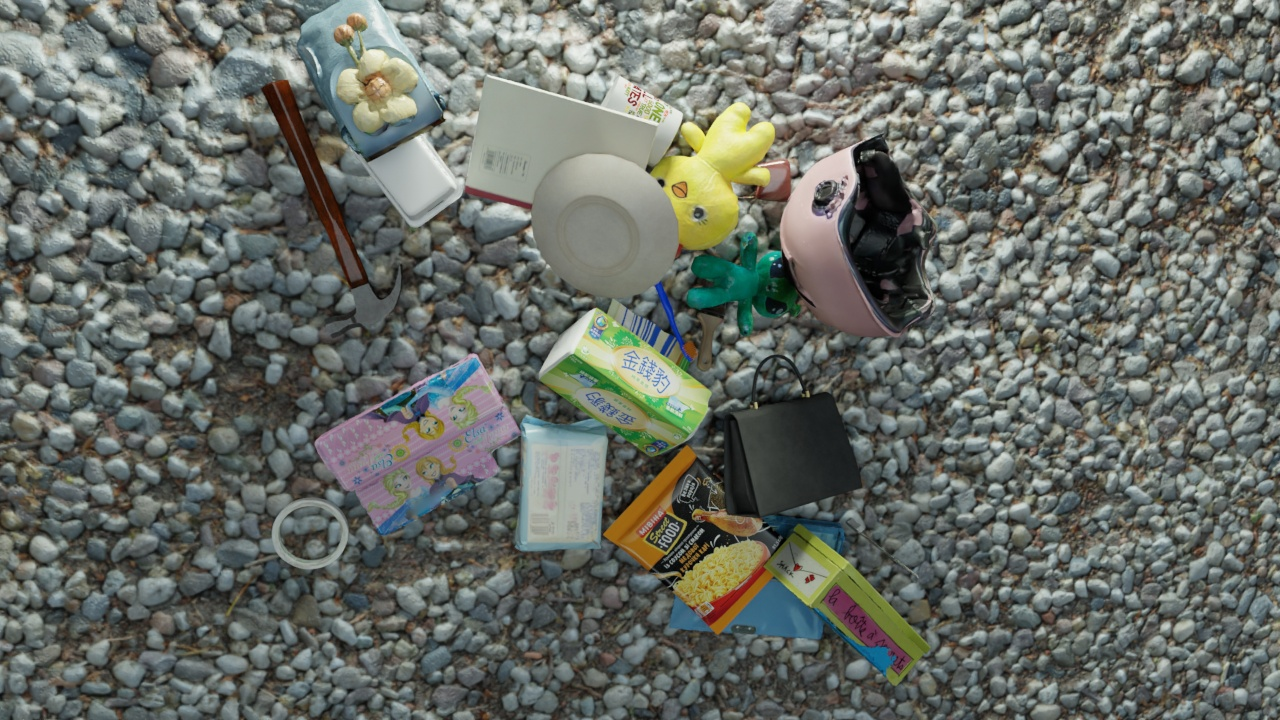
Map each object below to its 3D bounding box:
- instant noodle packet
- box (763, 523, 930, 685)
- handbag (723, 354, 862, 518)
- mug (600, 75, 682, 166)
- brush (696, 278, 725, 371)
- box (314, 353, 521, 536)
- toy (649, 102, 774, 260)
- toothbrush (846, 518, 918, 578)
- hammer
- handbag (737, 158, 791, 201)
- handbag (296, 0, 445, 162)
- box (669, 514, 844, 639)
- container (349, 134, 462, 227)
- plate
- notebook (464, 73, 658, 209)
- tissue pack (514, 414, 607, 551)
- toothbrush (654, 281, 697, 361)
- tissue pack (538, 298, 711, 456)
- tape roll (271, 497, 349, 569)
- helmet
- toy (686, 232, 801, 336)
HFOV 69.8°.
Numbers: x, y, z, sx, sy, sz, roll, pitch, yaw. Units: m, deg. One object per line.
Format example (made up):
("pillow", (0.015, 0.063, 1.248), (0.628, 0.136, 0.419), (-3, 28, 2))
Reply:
("instant noodle packet", (0.083, 0.242, 1.224), (0.221, 0.032, 0.160), (43, 90, -14))
("box", (0.278, 0.328, 1.228), (0.221, 0.124, 0.081), (43, 85, -25))
("handbag", (0.190, 0.090, 1.215), (0.175, 0.072, 0.195), (-10, 91, -30))
("mug", (-0.012, -0.282, 1.132), (0.089, 0.073, 0.105), (27, 120, -14))
("brush", (0.091, -0.059, 1.191), (0.039, 0.012, 0.151), (15, 76, -19))
("box", (-0.273, 0.112, 1.171), (0.230, 0.035, 0.159), (-29, 105, -3))
("toy", (0.081, -0.218, 1.134), (0.134, 0.092, 0.208), (42, 109, 21))
("toothbrush", (0.324, 0.248, 1.225), (0.010, 0.181, 0.010), (-39, 109, -5))
("hammer", (-0.376, -0.186, 1.101), (0.111, 0.028, 0.301), (-21, 103, -5))
("handbag", (0.134, -0.230, 1.189), (0.119, 0.029, 0.055), (-5, 103, -4))
("handbag", (-0.305, -0.323, 1.018), (0.121, 0.119, 0.192), (-29, 75, -5))
("box", (0.159, 0.298, 1.281), (0.231, 0.033, 0.174), (9, 99, -12))
("container", (-0.281, -0.231, 1.098), (0.080, 0.049, 0.129), (-37, 104, -2))
("plate", (-0.048, -0.156, 1.116), (0.189, 0.027, 0.189), (8, 122, 13))
("notebook", (-0.099, -0.244, 1.109), (0.208, 0.012, 0.153), (14, 123, -7))
("tissue pack", (-0.103, 0.159, 1.191), (0.112, 0.070, 0.182), (2, 97, -11))
("toothbrush", (0.031, -0.084, 1.176), (0.018, 0.016, 0.182), (-25, 87, 32))
("tissue pack", (-0.007, 0.007, 1.169), (0.197, 0.121, 0.141), (40, 54, -20))
("tape roll", (-0.421, 0.220, 1.171), (0.093, 0.013, 0.093), (-2, 100, -11))
("helmet", (0.258, -0.141, 1.133), (0.230, 0.153, 0.254), (39, 51, -42))
("toy", (0.140, -0.099, 1.177), (0.193, 0.072, 0.131), (1, 101, -31))
